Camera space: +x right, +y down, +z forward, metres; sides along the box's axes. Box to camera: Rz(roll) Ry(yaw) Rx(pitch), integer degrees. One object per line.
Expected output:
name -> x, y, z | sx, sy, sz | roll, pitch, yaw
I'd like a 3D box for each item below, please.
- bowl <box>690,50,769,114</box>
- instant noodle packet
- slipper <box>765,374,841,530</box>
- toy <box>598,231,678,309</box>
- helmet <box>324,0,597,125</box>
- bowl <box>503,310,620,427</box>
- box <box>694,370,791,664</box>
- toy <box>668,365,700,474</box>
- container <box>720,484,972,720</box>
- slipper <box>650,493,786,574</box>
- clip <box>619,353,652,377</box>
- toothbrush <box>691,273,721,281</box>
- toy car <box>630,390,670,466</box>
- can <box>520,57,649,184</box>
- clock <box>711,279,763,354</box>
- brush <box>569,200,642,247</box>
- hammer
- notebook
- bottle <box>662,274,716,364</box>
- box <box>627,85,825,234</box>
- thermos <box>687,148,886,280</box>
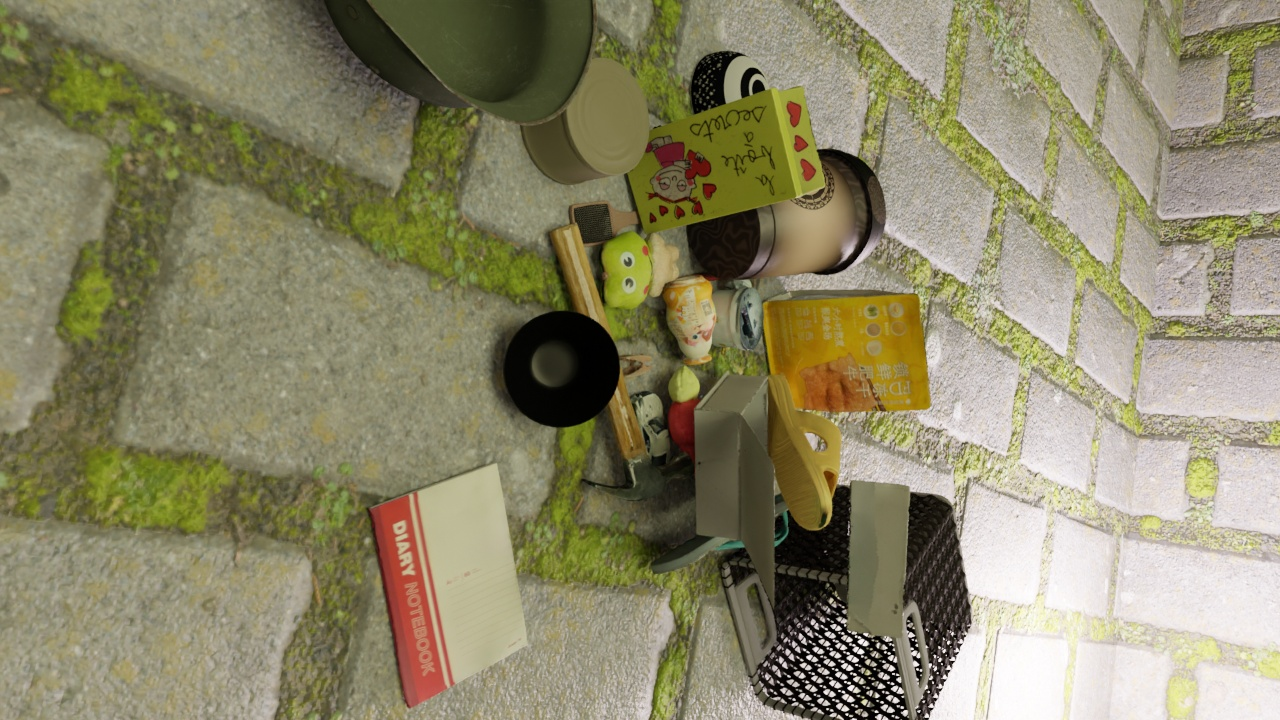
bowl -> 0.129, -0.346, 1.198 | 0.120, 0.066, 0.120 | -2, 93, -46
instant noodle packet -> 0.289, -0.014, 1.266 | 0.084, 0.222, 0.163 | -24, 109, -46
slipper -> 0.216, 0.115, 1.197 | 0.078, 0.263, 0.100 | 0, 128, -11
toy -> 0.001, -0.109, 1.088 | 0.117, 0.043, 0.092 | -13, 105, -36
helmet -> -0.185, -0.329, 0.814 | 0.267, 0.154, 0.226 | 40, 63, -44
bowl -> -0.088, 0.006, 0.986 | 0.124, 0.052, 0.124 | -2, 98, -14
box -> 0.109, 0.148, 1.035 | 0.417, 0.108, 0.166 | -69, 158, -72
toy -> 0.059, 0.074, 1.143 | 0.091, 0.045, 0.135 | -23, 106, -76
container -> 0.300, 0.332, 1.279 | 0.242, 0.246, 0.247 | -33, 114, -44
slipper -> 0.124, 0.233, 1.198 | 0.268, 0.098, 0.054 | -19, 88, -35
clip -> -0.006, 0.013, 1.105 | 0.061, 0.025, 0.045 | 2, 90, -49
toothbrush -> 0.123, -0.120, 1.238 | 0.189, 0.016, 0.016 | -14, 97, -44
toy car -> 0.013, 0.091, 1.122 | 0.047, 0.033, 0.105 | -19, 104, -42
can -> -0.059, -0.261, 1.004 | 0.127, 0.073, 0.128 | -2, 93, -46
clock -> 0.130, -0.063, 1.212 | 0.117, 0.057, 0.083 | -55, 136, -43
brush -> -0.028, -0.165, 1.082 | 0.135, 0.015, 0.050 | -17, 103, -44
hammer -> -0.040, 0.007, 1.049 | 0.132, 0.033, 0.330 | -22, 104, -22
notebook -> -0.190, 0.225, 0.933 | 0.152, 0.012, 0.209 | -18, 104, -44
bottle -> 0.064, -0.050, 1.146 | 0.063, 0.063, 0.109 | -20, 106, -44
box -> 0.091, -0.226, 1.049 | 0.079, 0.221, 0.124 | -26, 107, -44
thermos -> 0.187, -0.185, 1.201 | 0.225, 0.173, 0.173 | -15, 102, -38
